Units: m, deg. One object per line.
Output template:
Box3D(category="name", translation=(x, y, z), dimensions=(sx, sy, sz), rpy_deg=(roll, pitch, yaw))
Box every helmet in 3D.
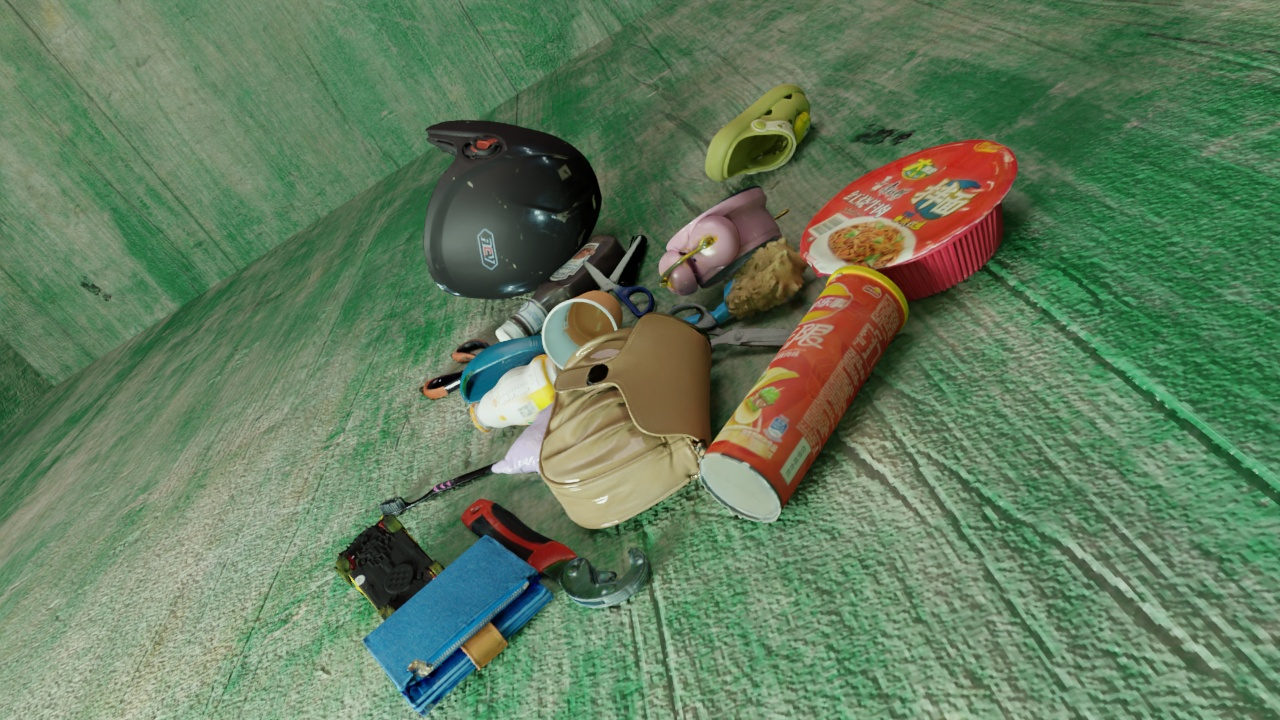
Box3D(category="helmet", translation=(-0.182, -0.200, 1.247), dimensions=(0.230, 0.234, 0.273), rpy_deg=(8, 35, 12))

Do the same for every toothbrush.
Box3D(category="toothbrush", translation=(-0.193, 0.124, 0.947), dimensions=(0.189, 0.018, 0.014), rpy_deg=(-24, 29, 17))

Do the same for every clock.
Box3D(category="clock", translation=(0.078, -0.118, 0.944), dimensions=(0.158, 0.060, 0.117), rpy_deg=(-27, -7, -40))

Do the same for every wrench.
Box3D(category="wrench", translation=(-0.086, 0.155, 0.770), dimensions=(0.056, 0.016, 0.274), rpy_deg=(-47, 29, -24))

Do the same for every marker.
Box3D(category="marker", translation=(-0.011, -0.122, 1.157), dimensions=(0.020, 0.022, 0.131), rpy_deg=(-59, 9, 35))

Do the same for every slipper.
Box3D(category="slipper", translation=(0.163, -0.281, 1.181), dimensions=(0.081, 0.092, 0.190), rpy_deg=(39, 58, 22))

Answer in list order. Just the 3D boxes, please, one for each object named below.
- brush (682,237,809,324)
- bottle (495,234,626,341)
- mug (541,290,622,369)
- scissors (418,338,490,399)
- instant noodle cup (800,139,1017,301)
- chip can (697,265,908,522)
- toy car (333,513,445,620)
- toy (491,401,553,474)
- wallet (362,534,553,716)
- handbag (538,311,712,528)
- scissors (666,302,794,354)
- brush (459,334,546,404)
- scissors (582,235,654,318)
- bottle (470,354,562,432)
Box3D(category="brush", translation=(0.057, -0.044, 0.925), dimensions=(0.255, 0.046, 0.083), rpy_deg=(-28, 30, 23))
Box3D(category="bottle", translation=(-0.104, -0.087, 1.179), dimensions=(0.194, 0.044, 0.080), rpy_deg=(-44, 26, -19))
Box3D(category="mug", translation=(-0.055, -0.037, 0.979), dimensions=(0.078, 0.078, 0.122), rpy_deg=(-28, 9, 11))
Box3D(category="scissors", translation=(-0.205, 0.014, 1.154), dimensions=(0.216, 0.015, 0.195), rpy_deg=(-26, 27, 14))
Box3D(category="instant noodle cup", translation=(0.240, -0.113, 0.804), dimensions=(0.194, 0.066, 0.193), rpy_deg=(-25, 27, 14))
Box3D(category="chip can", translation=(0.128, 0.021, 0.696), dimensions=(0.073, 0.073, 0.216), rpy_deg=(-1, 41, 48))
Box3D(category="toy car", translation=(-0.218, 0.194, 0.821), dimensions=(0.071, 0.041, 0.156), rpy_deg=(-43, 42, -20))
Box3D(category="toy", translation=(-0.084, 0.073, 0.885), dimensions=(0.084, 0.039, 0.107), rpy_deg=(5, 39, 32))
Box3D(category="wallet", translation=(-0.144, 0.203, 0.723), dimensions=(0.132, 0.040, 0.106), rpy_deg=(-40, 32, -22))
Box3D(category="handbag", translation=(-0.012, 0.041, 0.787), dimensions=(0.148, 0.100, 0.204), rpy_deg=(-21, 32, 18))
Box3D(category="scissors", translation=(0.090, -0.031, 0.852), dimensions=(0.175, 0.014, 0.136), rpy_deg=(-34, 55, 23))
Box3D(category="brush", translation=(-0.144, 0.008, 1.020), dimensions=(0.144, 0.073, 0.055), rpy_deg=(-24, 52, 22))
Box3D(category="scissors", translation=(-0.037, -0.081, 1.090), dimensions=(0.162, 0.012, 0.172), rpy_deg=(16, 67, 47))
Box3D(category="bottle", translation=(-0.125, 0.039, 0.962), dimensions=(0.108, 0.063, 0.063), rpy_deg=(-26, 27, 15))
